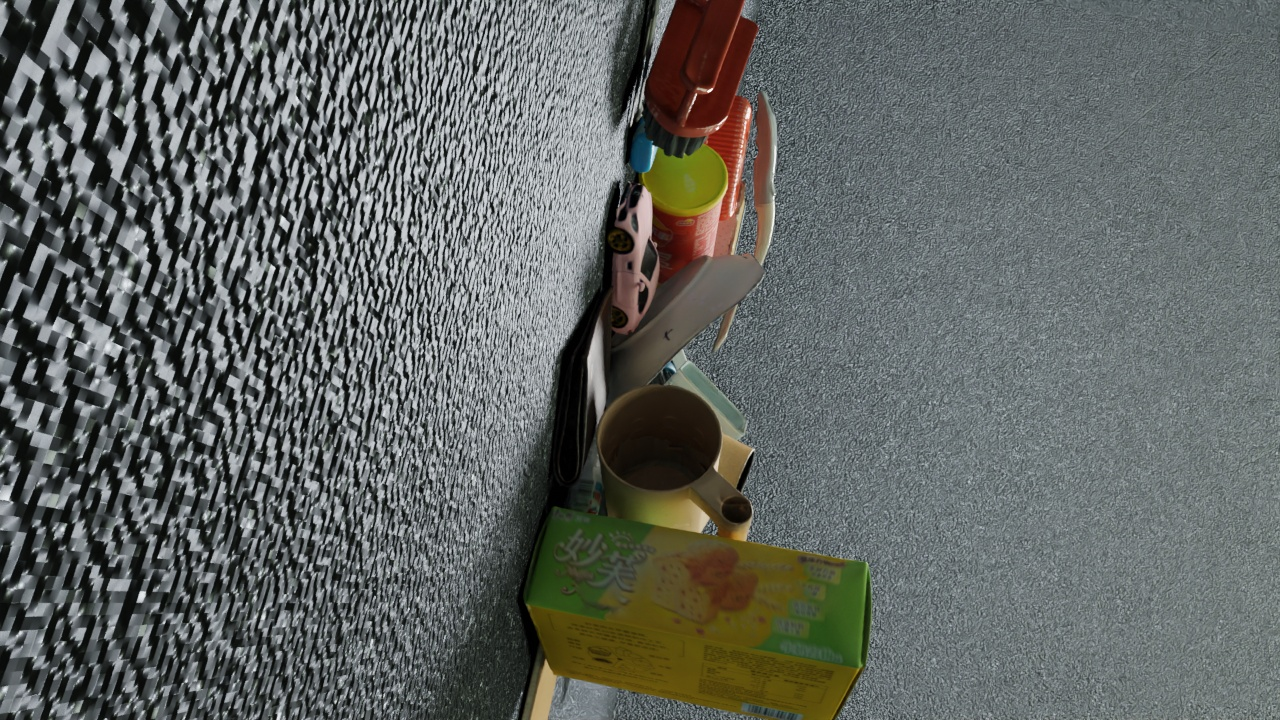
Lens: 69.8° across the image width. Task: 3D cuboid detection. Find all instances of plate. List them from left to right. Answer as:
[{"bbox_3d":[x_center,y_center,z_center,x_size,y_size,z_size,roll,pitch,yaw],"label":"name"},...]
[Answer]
[{"bbox_3d":[0.024,-0.036,0.746,0.164,0.034,0.163,-42,-170,10],"label":"plate"}]

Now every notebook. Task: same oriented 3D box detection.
[{"bbox_3d":[-0.080,0.273,0.738,0.149,0.012,0.211,85,17,-77],"label":"notebook"}]

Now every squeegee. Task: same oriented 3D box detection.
[{"bbox_3d":[0.128,-0.166,0.995,0.245,0.039,0.247,-64,163,-60],"label":"squeegee"}]

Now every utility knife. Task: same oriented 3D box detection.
[{"bbox_3d":[0.013,-0.188,0.710,0.166,0.018,0.034,-75,174,-56],"label":"utility knife"}]

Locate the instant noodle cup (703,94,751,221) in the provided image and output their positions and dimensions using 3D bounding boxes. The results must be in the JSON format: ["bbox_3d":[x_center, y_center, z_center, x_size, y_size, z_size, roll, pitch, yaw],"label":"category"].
[{"bbox_3d":[0.065,-0.207,0.928,0.188,0.079,0.164,-51,151,-75],"label":"instant noodle cup"}]

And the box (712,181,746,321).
[{"bbox_3d":[0.069,-0.139,1.066,0.059,0.090,0.184,75,29,-69],"label":"box"}]

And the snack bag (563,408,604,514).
[{"bbox_3d":[-0.039,0.087,0.686,0.045,0.026,0.105,85,14,-60],"label":"snack bag"}]

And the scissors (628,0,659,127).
[{"bbox_3d":[0.010,-0.240,0.595,0.147,0.012,0.169,84,19,-81],"label":"scissors"}]

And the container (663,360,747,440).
[{"bbox_3d":[0.036,0.073,0.922,0.111,0.090,0.090,-45,178,11],"label":"container"}]

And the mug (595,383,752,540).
[{"bbox_3d":[0.027,0.091,0.637,0.084,0.124,0.104,-37,152,-22],"label":"mug"}]

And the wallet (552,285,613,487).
[{"bbox_3d":[-0.035,0.014,0.618,0.122,0.020,0.096,-74,174,-64],"label":"wallet"}]

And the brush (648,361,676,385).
[{"bbox_3d":[0.012,0.033,1.032,0.144,0.055,0.073,92,-13,-63],"label":"brush"}]

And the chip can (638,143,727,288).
[{"bbox_3d":[0.033,-0.104,0.821,0.217,0.073,0.073,90,12,-65],"label":"chip can"}]

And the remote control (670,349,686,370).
[{"bbox_3d":[0.041,0.014,1.042,0.135,0.019,0.056,68,-14,-10],"label":"remote control"}]

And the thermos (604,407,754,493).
[{"bbox_3d":[0.026,0.082,0.827,0.093,0.143,0.093,21,89,-75],"label":"thermos"}]

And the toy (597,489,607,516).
[{"bbox_3d":[-0.002,0.174,0.959,0.356,0.091,0.138,-71,156,-82],"label":"toy"}]

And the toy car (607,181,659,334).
[{"bbox_3d":[-0.005,-0.072,0.668,0.123,0.037,0.056,95,6,-46],"label":"toy car"}]

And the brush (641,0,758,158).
[{"bbox_3d":[0.040,-0.202,0.620,0.069,0.063,0.145,120,-9,-52],"label":"brush"}]

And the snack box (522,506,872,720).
[{"bbox_3d":[0.038,0.178,0.621,0.158,0.210,0.069,86,16,-55],"label":"snack box"}]
